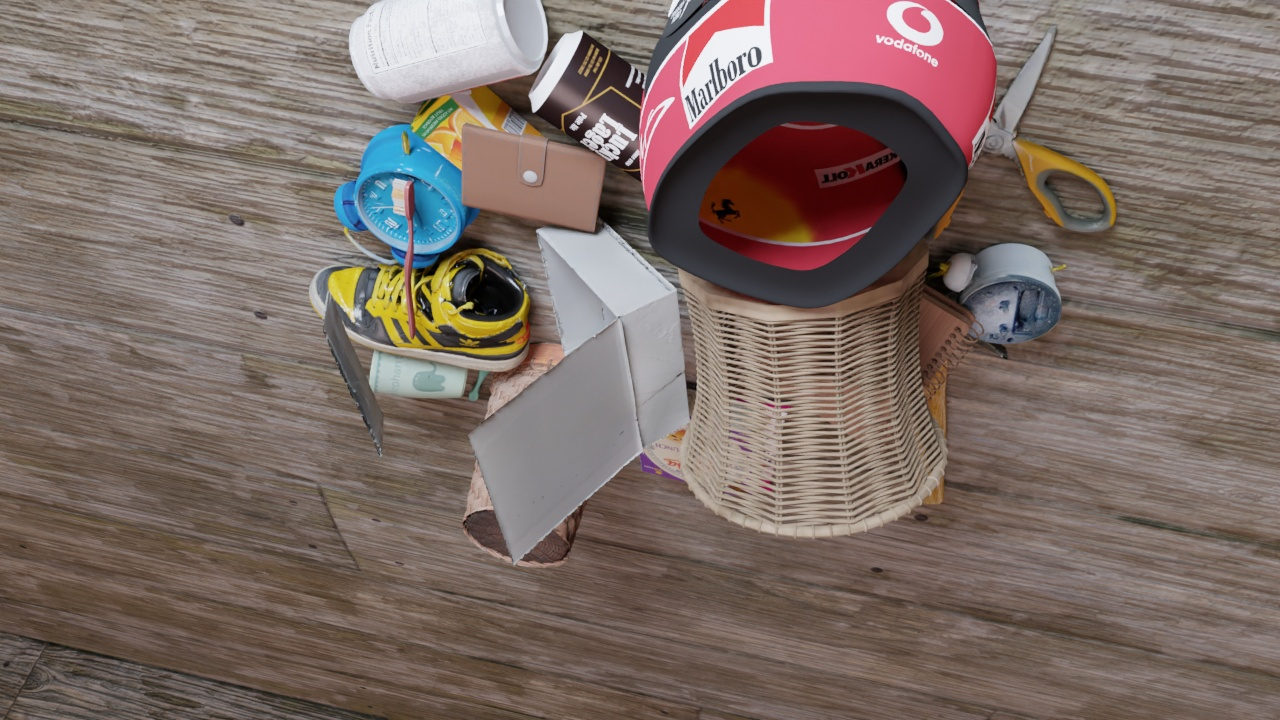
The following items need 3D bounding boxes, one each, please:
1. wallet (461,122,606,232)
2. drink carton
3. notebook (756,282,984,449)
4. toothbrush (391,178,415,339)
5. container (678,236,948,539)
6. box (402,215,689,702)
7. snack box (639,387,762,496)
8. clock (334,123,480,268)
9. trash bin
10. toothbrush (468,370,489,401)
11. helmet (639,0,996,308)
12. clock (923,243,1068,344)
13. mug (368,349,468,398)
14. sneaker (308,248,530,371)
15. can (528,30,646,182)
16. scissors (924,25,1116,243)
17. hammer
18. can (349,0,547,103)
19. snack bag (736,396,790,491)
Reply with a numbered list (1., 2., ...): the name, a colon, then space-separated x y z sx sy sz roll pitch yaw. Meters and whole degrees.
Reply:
1. wallet: -0.092 -0.152 0.778 0.121 0.013 0.088 12 139 -1
2. drink carton: -0.129 -0.187 0.793 0.122 0.041 0.058 37 137 -28
3. notebook: 0.203 -0.011 0.873 0.169 0.022 0.211 34 145 12
4. toothbrush: -0.217 -0.088 0.852 0.016 0.015 0.185 14 133 3
5. container: 0.134 -0.004 0.747 0.227 0.226 0.196 1 123 17
6. box: -0.042 0.054 0.760 0.149 0.411 0.167 0 134 10
7. snack box: 0.068 0.093 1.071 0.143 0.040 0.148 13 143 17
8. clock: -0.217 -0.145 0.857 0.116 0.060 0.162 33 134 -24
9. trash bin: -0.118 0.106 1.026 0.151 0.209 0.151 9 142 7
10. toothbrush: -0.183 0.008 1.085 0.022 0.017 0.136 22 140 -9
11. helmet: 0.106 -0.172 0.579 0.197 0.224 0.272 19 156 -10
12. clock: 0.306 -0.058 0.801 0.118 0.056 0.083 2 142 16
13. mug: -0.245 -0.009 1.036 0.104 0.084 0.111 9 119 -11
14. sneaker: -0.224 -0.066 0.941 0.238 0.085 0.122 15 149 -7
15. can: -0.018 -0.195 0.720 0.128 0.071 0.072 30 140 -20
16. scissors: 0.286 -0.155 0.719 0.226 0.016 0.226 17 141 -2
17. hammer: 0.311 0.060 0.975 0.132 0.033 0.331 0 141 17
18. can: -0.145 -0.244 0.695 0.136 0.078 0.078 -5 139 24
19. snack bag: 0.134 0.104 1.100 0.070 0.016 0.197 8 142 6
